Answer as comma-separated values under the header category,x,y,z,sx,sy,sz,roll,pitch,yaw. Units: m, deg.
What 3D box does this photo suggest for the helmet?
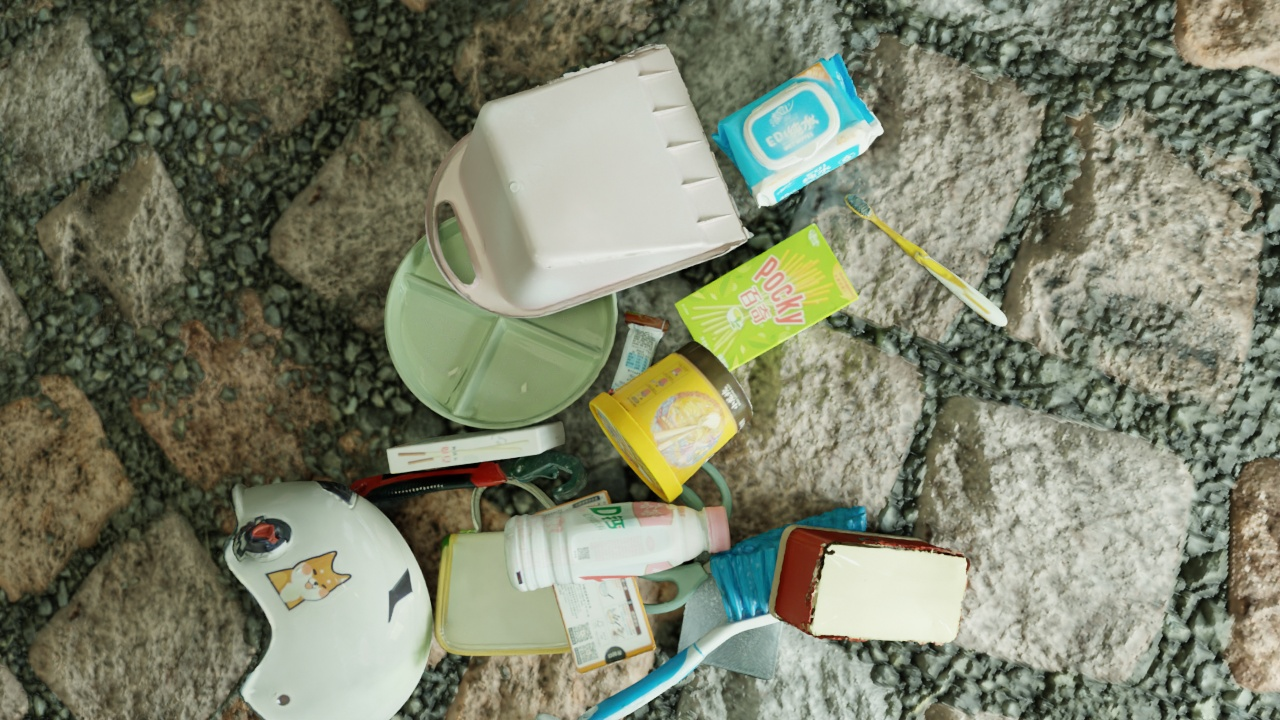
category,x,y,z,sx,sy,sz,roll,pitch,yaw
helmet,-0.285,0.227,0.876,0.156,0.230,0.273,-15,58,-12

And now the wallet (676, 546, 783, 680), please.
category,x,y,z,sx,sy,sz,roll,pitch,yaw
wallet,0.091,0.241,0.887,0.097,0.019,0.121,11,92,11

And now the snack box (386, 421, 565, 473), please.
category,x,y,z,sx,sy,sz,roll,pitch,yaw
snack box,-0.161,0.085,0.911,0.157,0.084,0.027,-9,90,12

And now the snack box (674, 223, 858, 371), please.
category,x,y,z,sx,sy,sz,roll,pitch,yaw
snack box,0.121,-0.057,0.887,0.156,0.026,0.085,-29,83,9

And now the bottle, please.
category,x,y,z,sx,sy,sz,roll,pitch,yaw
bottle,-0.020,0.161,0.817,0.197,0.068,0.068,-7,86,1

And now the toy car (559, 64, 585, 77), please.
category,x,y,z,sx,sy,sz,roll,pitch,yaw
toy car,-0.047,-0.258,0.925,0.090,0.034,0.043,44,96,9

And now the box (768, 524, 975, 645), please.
category,x,y,z,sx,sy,sz,roll,pitch,yaw
box,0.204,0.198,0.792,0.168,0.076,0.091,11,89,-26

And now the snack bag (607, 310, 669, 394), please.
category,x,y,z,sx,sy,sz,roll,pitch,yaw
snack bag,-0.005,0.005,0.911,0.048,0.026,0.104,13,90,3

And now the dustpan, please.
category,x,y,z,sx,sy,sz,roll,pitch,yaw
dustpan,-0.068,-0.163,0.897,0.273,0.139,0.222,-14,79,-21

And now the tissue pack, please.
category,x,y,z,sx,sy,sz,roll,pitch,yaw
tissue pack,0.147,-0.216,0.868,0.140,0.063,0.090,-29,82,9

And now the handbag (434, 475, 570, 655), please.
category,x,y,z,sx,sy,sz,roll,pitch,yaw
handbag,-0.117,0.202,0.918,0.163,0.063,0.178,-4,72,11

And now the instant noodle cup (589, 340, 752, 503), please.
category,x,y,z,sx,sy,sz,roll,pitch,yaw
instant noodle cup,0.032,0.052,0.853,0.114,0.118,0.118,-38,80,-11

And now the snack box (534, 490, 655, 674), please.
category,x,y,z,sx,sy,sz,roll,pitch,yaw
snack box,-0.044,0.204,0.854,0.075,0.026,0.153,-18,70,-2

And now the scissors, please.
category,x,y,z,sx,sy,sz,roll,pitch,yaw
scissors,0.033,0.182,0.879,0.181,0.019,0.170,-32,73,-5

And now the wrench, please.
category,x,y,z,sx,sy,sz,roll,pitch,yaw
wrench,-0.180,0.122,0.930,0.274,0.016,0.056,-6,43,19

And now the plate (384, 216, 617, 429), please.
category,x,y,z,sx,sy,sz,roll,pitch,yaw
plate,-0.138,-0.043,0.913,0.230,0.027,0.230,0,77,-1

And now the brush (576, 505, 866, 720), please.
category,x,y,z,sx,sy,sz,roll,pitch,yaw
brush,0.077,0.225,0.817,0.314,0.060,0.109,-15,95,-17

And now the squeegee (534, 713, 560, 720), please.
category,x,y,z,sx,sy,sz,roll,pitch,yaw
squeegee,-0.017,0.441,0.892,0.249,0.040,0.248,48,115,15

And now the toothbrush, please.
category,x,y,z,sx,sy,sz,roll,pitch,yaw
toothbrush,0.267,-0.096,0.861,0.191,0.018,0.016,42,98,10
